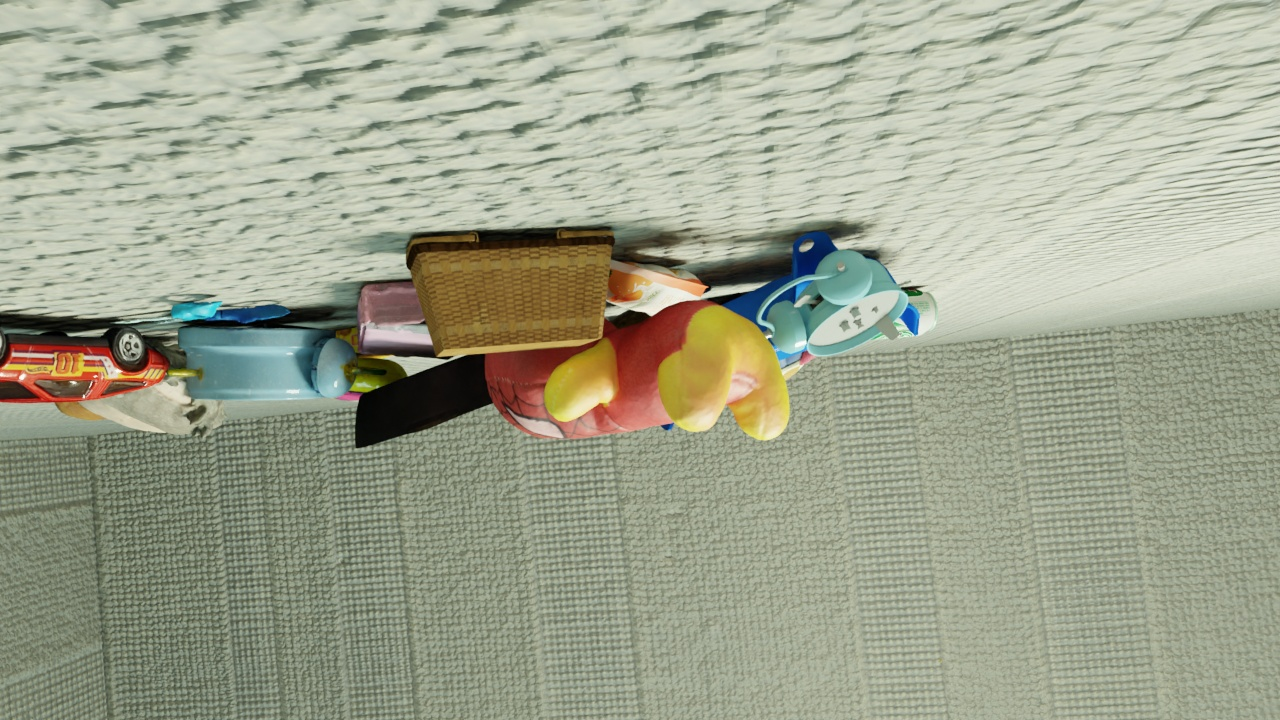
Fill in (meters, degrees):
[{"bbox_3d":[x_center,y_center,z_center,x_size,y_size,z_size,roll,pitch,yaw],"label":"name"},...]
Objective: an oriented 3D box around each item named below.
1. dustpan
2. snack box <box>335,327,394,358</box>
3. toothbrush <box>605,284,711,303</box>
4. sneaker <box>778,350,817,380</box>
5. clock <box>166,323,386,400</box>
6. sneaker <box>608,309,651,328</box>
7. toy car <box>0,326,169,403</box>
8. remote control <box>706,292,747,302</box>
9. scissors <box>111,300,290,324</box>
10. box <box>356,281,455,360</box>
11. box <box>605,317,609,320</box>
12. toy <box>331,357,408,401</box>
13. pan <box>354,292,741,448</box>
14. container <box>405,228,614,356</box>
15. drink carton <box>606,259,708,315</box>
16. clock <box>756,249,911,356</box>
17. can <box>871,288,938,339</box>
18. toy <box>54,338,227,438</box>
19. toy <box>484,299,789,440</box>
[{"bbox_3d":[0.119,-0.034,0.715,0.245,0.059,0.258,-21,153,-3],"label":"dustpan"},{"bbox_3d":[-0.296,-0.012,0.908,0.152,0.025,0.075,-8,176,27],"label":"snack box"},{"bbox_3d":[-0.004,-0.053,0.798,0.132,0.016,0.021,-6,180,6],"label":"toothbrush"},{"bbox_3d":[0.148,-0.031,0.977,0.116,0.091,0.243,-23,168,-41],"label":"sneaker"},{"bbox_3d":[-0.287,0.000,0.735,0.162,0.060,0.118,1,-179,-18],"label":"clock"},{"bbox_3d":[-0.005,0.005,0.894,0.236,0.087,0.079,-16,137,38],"label":"sneaker"},{"bbox_3d":[-0.421,0.001,0.624,0.082,0.056,0.189,-4,175,17],"label":"toy car"},{"bbox_3d":[0.125,-0.063,0.905,0.125,0.010,0.039,-7,177,25],"label":"remote control"},{"bbox_3d":[-0.313,-0.030,0.660,0.134,0.015,0.103,-7,178,41],"label":"scissors"},{"bbox_3d":[-0.180,-0.024,0.730,0.098,0.046,0.233,-6,177,-19],"label":"box"},{"bbox_3d":[-0.055,0.005,1.083,0.107,0.094,0.217,28,164,-20],"label":"box"},{"bbox_3d":[-0.270,0.018,0.877,0.096,0.041,0.094,-7,171,31],"label":"toy"},{"bbox_3d":[-0.085,-0.005,0.791,0.356,0.043,0.248,-19,-177,11],"label":"pan"},{"bbox_3d":[-0.073,-0.037,0.523,0.113,0.061,0.063,-5,177,-18],"label":"container"},{"bbox_3d":[-0.014,-0.055,0.641,0.069,0.039,0.122,-9,170,35],"label":"drink carton"},{"bbox_3d":[0.126,-0.034,0.606,0.123,0.042,0.088,2,144,-41],"label":"clock"},{"bbox_3d":[0.272,-0.050,1.013,0.101,0.053,0.053,-5,177,-11],"label":"can"},{"bbox_3d":[-0.446,0.023,0.809,0.176,0.076,0.133,-7,148,23],"label":"toy"},{"bbox_3d":[-0.015,0.009,0.618,0.217,0.098,0.147,1,165,37],"label":"toy"}]
